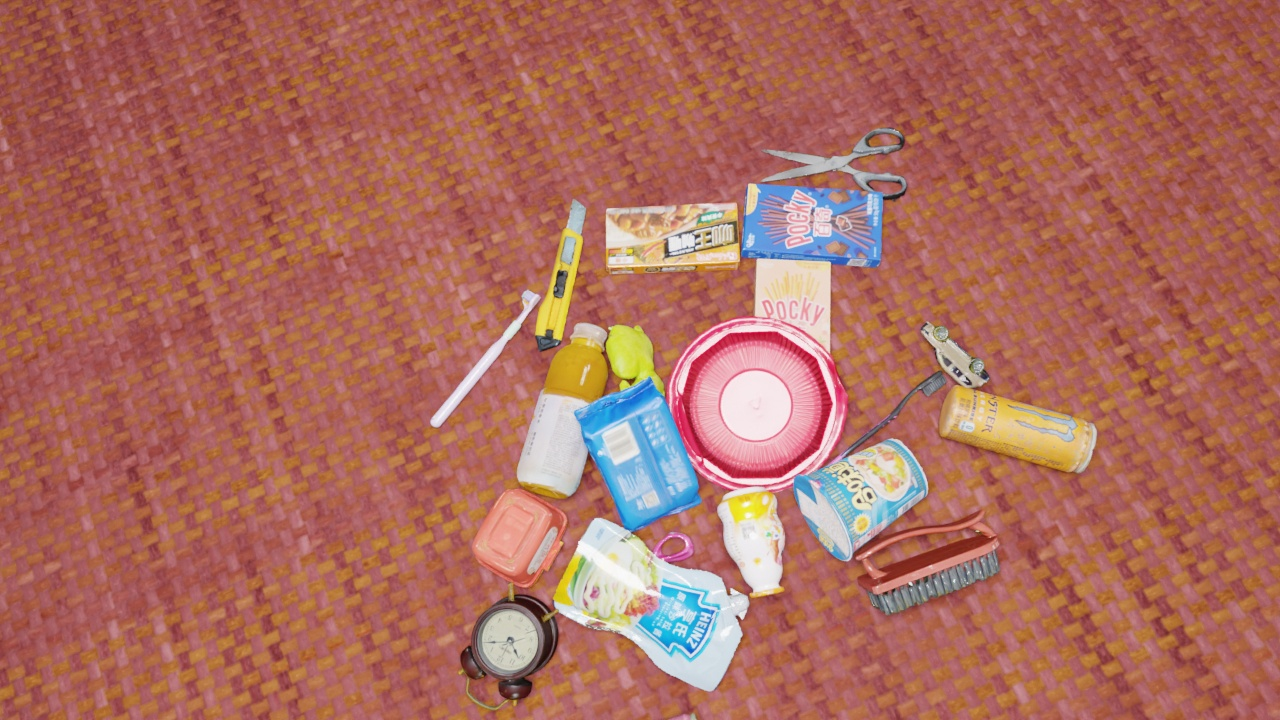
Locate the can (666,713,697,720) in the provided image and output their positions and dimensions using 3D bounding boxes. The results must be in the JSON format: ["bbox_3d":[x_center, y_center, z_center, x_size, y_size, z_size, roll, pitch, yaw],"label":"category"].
[{"bbox_3d":[-0.008,0.393,0.892,0.147,0.058,0.058,-17,73,-2],"label":"can"}]

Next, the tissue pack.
[{"bbox_3d":[0.000,0.101,0.960,0.095,0.052,0.157,-25,109,-6],"label":"tissue pack"}]

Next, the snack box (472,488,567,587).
[{"bbox_3d":[-0.126,0.182,0.949,0.082,0.080,0.091,27,77,10],"label":"snack box"}]

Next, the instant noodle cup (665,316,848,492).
[{"bbox_3d":[0.121,0.046,0.960,0.194,0.066,0.194,0,87,6],"label":"instant noodle cup"}]

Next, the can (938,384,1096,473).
[{"bbox_3d":[0.392,0.072,0.962,0.146,0.058,0.058,16,75,8],"label":"can"}]

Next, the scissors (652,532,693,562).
[{"bbox_3d":[-0.004,0.233,0.963,0.137,0.017,0.077,-20,82,2],"label":"scissors"}]

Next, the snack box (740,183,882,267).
[{"bbox_3d":[0.197,-0.156,1.056,0.157,0.026,0.084,5,75,5],"label":"snack box"}]

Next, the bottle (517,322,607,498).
[{"bbox_3d":[-0.078,0.051,0.990,0.068,0.068,0.189,13,72,7],"label":"bottle"}]

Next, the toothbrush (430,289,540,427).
[{"bbox_3d":[-0.176,-0.002,1.038,0.021,0.029,0.189,41,79,-25],"label":"toothbrush"}]

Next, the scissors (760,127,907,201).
[{"bbox_3d":[0.237,-0.233,1.086,0.170,0.014,0.159,-43,73,-7],"label":"scissors"}]

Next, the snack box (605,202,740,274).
[{"bbox_3d":[0.037,-0.141,1.062,0.154,0.026,0.075,-2,74,3],"label":"snack box"}]

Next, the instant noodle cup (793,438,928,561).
[{"bbox_3d":[0.229,0.135,0.939,0.109,0.099,0.099,-27,74,-13],"label":"instant noodle cup"}]

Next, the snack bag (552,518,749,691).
[{"bbox_3d":[0.013,0.248,0.936,0.191,0.039,0.110,26,82,7],"label":"snack bag"}]

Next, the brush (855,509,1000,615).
[{"bbox_3d":[0.293,0.200,0.928,0.146,0.063,0.069,-19,87,-3],"label":"brush"}]

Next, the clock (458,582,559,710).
[{"bbox_3d":[-0.134,0.292,0.928,0.082,0.055,0.122,27,85,10],"label":"clock"}]

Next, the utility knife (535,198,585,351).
[{"bbox_3d":[-0.091,-0.101,1.063,0.033,0.015,0.192,10,74,3],"label":"utility knife"}]

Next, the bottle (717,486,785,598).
[{"bbox_3d":[0.118,0.187,0.942,0.063,0.063,0.108,-12,73,0],"label":"bottle"}]

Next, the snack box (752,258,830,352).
[{"bbox_3d":[0.168,-0.036,1.023,0.084,0.026,0.157,2,74,5],"label":"snack box"}]

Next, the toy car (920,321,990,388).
[{"bbox_3d":[0.338,-0.006,0.996,0.035,0.042,0.090,-44,81,10],"label":"toy car"}]

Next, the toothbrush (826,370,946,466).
[{"bbox_3d":[0.259,0.073,0.993,0.189,0.014,0.018,-38,87,-7],"label":"toothbrush"}]

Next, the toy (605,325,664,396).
[{"bbox_3d":[-0.006,0.006,1.002,0.031,0.096,0.100,-29,99,34],"label":"toy"}]
